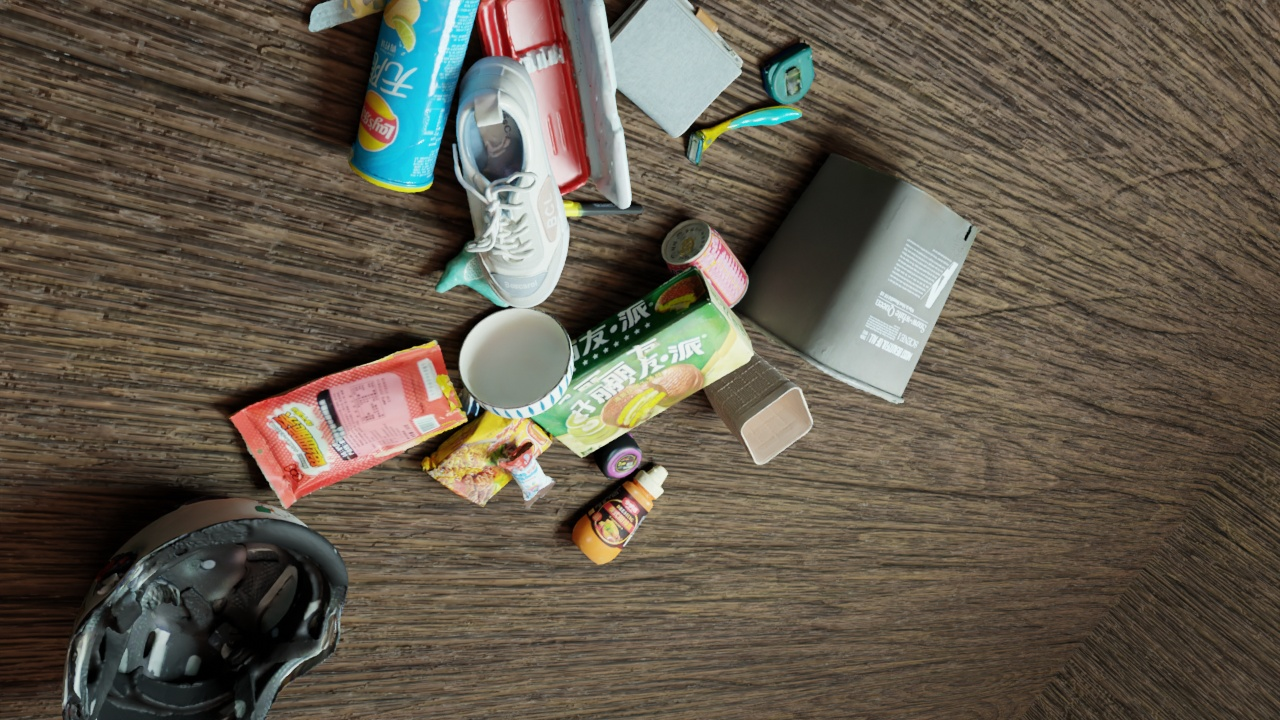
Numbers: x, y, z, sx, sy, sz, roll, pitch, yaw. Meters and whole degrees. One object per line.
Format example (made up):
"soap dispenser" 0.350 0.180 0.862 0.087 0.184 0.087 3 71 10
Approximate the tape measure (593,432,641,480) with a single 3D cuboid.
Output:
"tape measure" -0.029 0.116 1.136 0.057 0.039 0.058 -23 137 -17

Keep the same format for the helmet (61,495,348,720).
"helmet" -0.424 0.238 0.889 0.230 0.157 0.274 29 93 -41

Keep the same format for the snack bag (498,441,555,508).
"snack bag" -0.128 0.127 1.033 0.045 0.026 0.105 -41 144 -16

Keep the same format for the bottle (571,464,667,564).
"bottle" -0.021 0.193 1.188 0.149 0.067 0.067 -46 135 -5

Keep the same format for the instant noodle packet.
"instant noodle packet" -0.166 0.102 1.034 0.128 0.044 0.111 -42 139 0

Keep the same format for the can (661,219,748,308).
"can" 0.071 -0.105 1.015 0.066 0.066 0.094 -43 135 2

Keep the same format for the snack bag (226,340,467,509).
"snack bag" -0.284 0.060 0.915 0.207 0.073 0.129 -22 128 -10

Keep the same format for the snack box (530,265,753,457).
"snack box" -0.006 0.006 1.010 0.240 0.063 0.114 -30 137 13

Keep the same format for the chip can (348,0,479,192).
"chip can" -0.177 -0.244 0.733 0.071 0.071 0.211 1 127 -34

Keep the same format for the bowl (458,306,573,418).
"bowl" -0.123 0.010 0.949 0.116 0.116 0.066 -32 154 -9

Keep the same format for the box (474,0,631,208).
"box" -0.073 -0.224 0.810 0.094 0.100 0.201 -24 132 -17

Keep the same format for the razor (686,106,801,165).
"razor" 0.110 -0.244 0.962 0.132 0.028 0.043 -22 155 -14

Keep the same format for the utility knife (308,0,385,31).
"utility knife" -0.183 -0.304 0.742 0.182 0.019 0.031 -22 127 -11

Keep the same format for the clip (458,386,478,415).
"clip" -0.180 0.031 0.984 0.037 0.026 0.058 4 115 -44

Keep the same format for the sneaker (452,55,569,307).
"sneaker" -0.112 -0.134 0.804 0.089 0.090 0.243 -3 130 1

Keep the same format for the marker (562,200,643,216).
"marker" -0.051 -0.155 0.932 0.124 0.018 0.015 -6 130 -31

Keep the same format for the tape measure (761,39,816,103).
"tape measure" 0.156 -0.296 0.956 0.058 0.025 0.054 -31 133 -9

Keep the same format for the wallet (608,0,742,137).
"wallet" 0.026 -0.287 0.872 0.107 0.037 0.129 -43 135 17

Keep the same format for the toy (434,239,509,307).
"toy" -0.148 -0.090 0.913 0.096 0.030 0.092 -52 139 1

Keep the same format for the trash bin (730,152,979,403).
"trash bin" 0.250 -0.097 1.059 0.198 0.198 0.220 19 105 -41

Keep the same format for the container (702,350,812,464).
"container" 0.141 0.052 1.147 0.090 0.111 0.090 -36 134 -6
